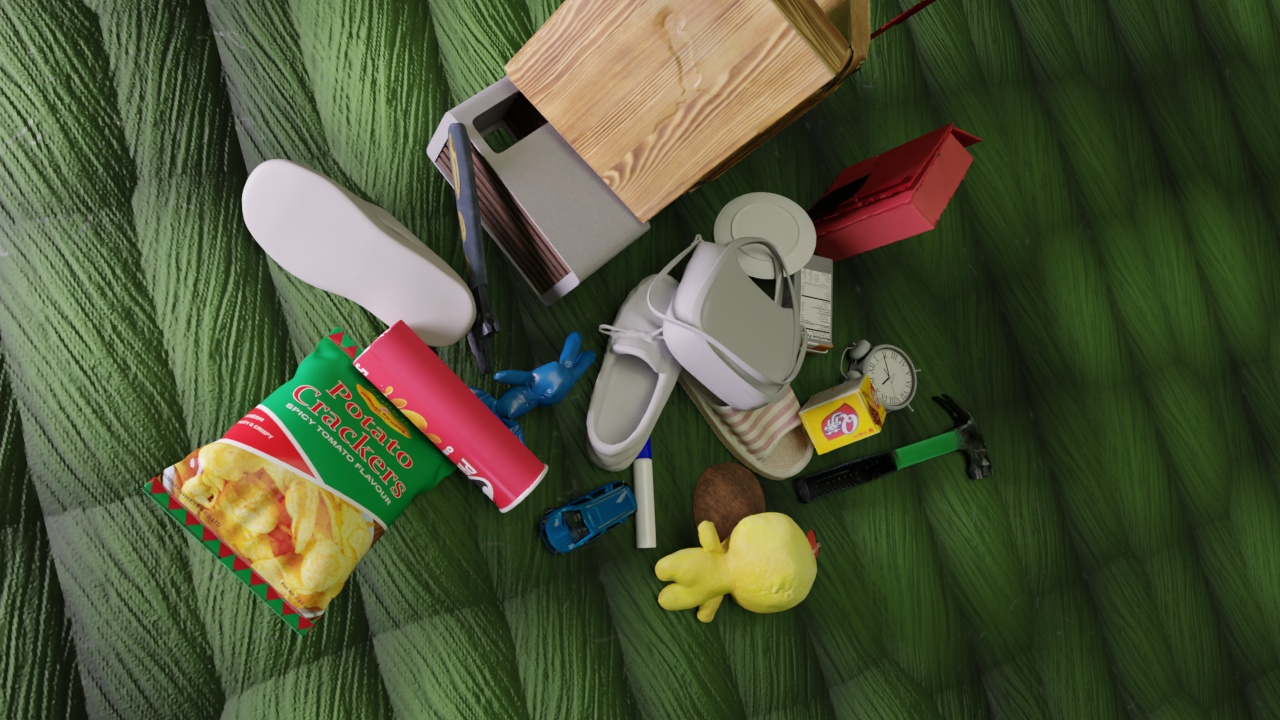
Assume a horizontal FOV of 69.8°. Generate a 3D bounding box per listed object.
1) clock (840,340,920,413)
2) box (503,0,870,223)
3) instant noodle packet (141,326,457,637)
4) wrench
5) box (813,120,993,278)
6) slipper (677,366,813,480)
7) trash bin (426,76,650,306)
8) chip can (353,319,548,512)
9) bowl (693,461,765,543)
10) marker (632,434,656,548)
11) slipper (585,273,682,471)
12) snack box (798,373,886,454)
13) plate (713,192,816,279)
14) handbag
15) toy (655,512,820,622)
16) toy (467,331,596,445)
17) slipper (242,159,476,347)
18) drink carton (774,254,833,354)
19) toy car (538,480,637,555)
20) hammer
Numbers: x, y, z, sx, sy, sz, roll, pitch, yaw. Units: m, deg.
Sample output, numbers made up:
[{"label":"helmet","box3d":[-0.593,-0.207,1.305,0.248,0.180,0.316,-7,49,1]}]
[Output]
[{"label":"clock","box3d":[0.324,0.021,1.255,0.122,0.035,0.094,23,70,-20]},{"label":"box","box3d":[0.092,-0.356,1.035,0.286,0.280,0.333,47,39,-13]},{"label":"instant noodle packet","box3d":[-0.315,0.109,0.906,0.195,0.091,0.251,47,48,-10]},{"label":"wrench","box3d":[-0.180,-0.116,0.991,0.022,0.073,0.273,-13,107,-26]},{"label":"box","box3d":[0.352,-0.196,1.220,0.153,0.214,0.164,45,66,-17]},{"label":"slipper","box3d":[0.126,0.038,1.151,0.263,0.052,0.114,48,66,-8]},{"label":"trash bin","box3d":[-0.118,-0.197,1.052,0.114,0.115,0.229,-41,97,-26]},{"label":"chip can","box3d":[-0.198,0.059,0.963,0.220,0.069,0.069,47,64,-10]},{"label":"bowl","box3d":[0.116,0.181,1.130,0.101,0.026,0.114,2,78,-24]},{"label":"marker","box3d":[0.004,0.153,1.084,0.023,0.027,0.133,-3,79,1]},{"label":"slipper","box3d":[-0.006,0.006,1.078,0.112,0.075,0.246,22,70,-7]},{"label":"snack box","box3d":[0.257,0.067,1.163,0.061,0.084,0.105,65,22,-1]},{"label":"plate","box3d":[0.164,-0.167,1.202,0.134,0.011,0.134,1,65,-2]},{"label":"handbag","box3d":[0.123,-0.072,1.099,0.216,0.096,0.222,40,55,-22]},{"label":"toy","box3d":[0.120,0.247,1.078,0.207,0.092,0.134,-5,115,-4]},{"label":"toy","box3d":[-0.121,0.039,1.025,0.176,0.071,0.113,-35,116,-10]},{"label":"slipper","box3d":[-0.290,-0.118,0.982,0.266,0.080,0.113,33,112,-11]},{"label":"drink carton","box3d":[0.216,-0.075,1.218,0.076,0.049,0.124,9,75,-23]},{"label":"toy car","box3d":[-0.058,0.176,1.042,0.120,0.044,0.056,-24,90,-26]},{"label":"hammer","box3d":[0.343,0.134,1.244,0.318,0.032,0.130,-13,86,-26]}]
